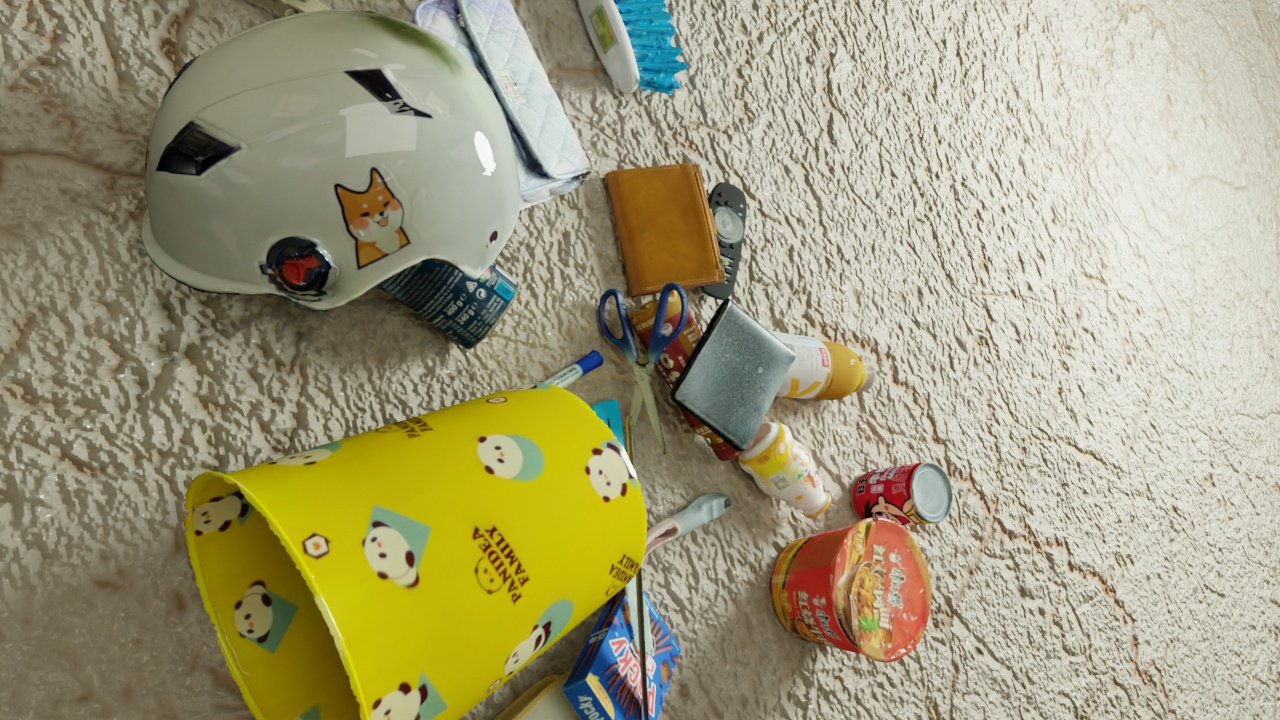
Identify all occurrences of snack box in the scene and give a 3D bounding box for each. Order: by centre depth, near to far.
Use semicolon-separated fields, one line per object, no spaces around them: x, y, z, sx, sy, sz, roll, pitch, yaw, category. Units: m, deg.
-0.011;0.260;0.778;0.084;0.026;0.156;58;21;-8;snack box

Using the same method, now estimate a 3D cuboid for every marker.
-0.090;0.029;0.838;0.145;0.017;0.017;-33;97;-35;marker

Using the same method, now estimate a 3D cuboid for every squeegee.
0.031;0.155;0.828;0.249;0.040;0.247;-14;101;-66;squeegee

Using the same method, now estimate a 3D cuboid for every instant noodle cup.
0.209;0.231;0.933;0.137;0.109;0.137;9;74;-32;instant noodle cup

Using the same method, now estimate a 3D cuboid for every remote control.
0.085;-0.128;0.990;0.053;0.024;0.136;19;69;-22;remote control

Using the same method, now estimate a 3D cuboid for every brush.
-0.058;-0.419;0.954;0.109;0.061;0.314;-22;88;-32;brush

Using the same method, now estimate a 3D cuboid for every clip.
-0.302;-0.305;0.763;0.100;0.071;0.034;44;58;-13;clip

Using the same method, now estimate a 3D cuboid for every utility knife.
-0.016;0.145;0.825;0.034;0.018;0.238;5;62;-33;utility knife

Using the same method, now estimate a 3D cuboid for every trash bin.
-0.147;0.140;0.656;0.254;0.230;0.229;-24;92;-42;trash bin

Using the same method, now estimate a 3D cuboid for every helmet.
-0.220;-0.162;0.654;0.273;0.157;0.229;-6;46;-18;helmet

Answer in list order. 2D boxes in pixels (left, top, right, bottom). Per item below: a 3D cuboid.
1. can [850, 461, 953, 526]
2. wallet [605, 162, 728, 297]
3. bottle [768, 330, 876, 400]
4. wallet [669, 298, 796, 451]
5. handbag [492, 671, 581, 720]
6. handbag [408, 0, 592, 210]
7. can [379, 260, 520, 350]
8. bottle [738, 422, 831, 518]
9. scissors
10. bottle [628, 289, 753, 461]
0.287;0.150;1.015;0.066;0.094;0.066;9;74;-32;can
0.033;-0.137;0.939;0.119;0.035;0.130;-10;83;-21;wallet
0.176;0.008;0.992;0.189;0.068;0.068;7;74;-33;bottle
0.092;0.014;0.889;0.097;0.019;0.120;37;70;-18;wallet
-0.067;0.363;0.737;0.163;0.063;0.178;-35;93;-36;handbag
-0.132;-0.233;0.835;0.133;0.076;0.194;-33;99;-48;handbag
-0.166;-0.069;0.775;0.111;0.075;0.075;39;60;-20;can
0.152;0.116;0.952;0.108;0.063;0.063;47;57;-16;bottle
0.005;0.000;0.867;0.012;0.165;0.162;-1;50;-55;scissors
0.054;0.017;0.913;0.057;0.058;0.175;-35;99;-35;bottle
